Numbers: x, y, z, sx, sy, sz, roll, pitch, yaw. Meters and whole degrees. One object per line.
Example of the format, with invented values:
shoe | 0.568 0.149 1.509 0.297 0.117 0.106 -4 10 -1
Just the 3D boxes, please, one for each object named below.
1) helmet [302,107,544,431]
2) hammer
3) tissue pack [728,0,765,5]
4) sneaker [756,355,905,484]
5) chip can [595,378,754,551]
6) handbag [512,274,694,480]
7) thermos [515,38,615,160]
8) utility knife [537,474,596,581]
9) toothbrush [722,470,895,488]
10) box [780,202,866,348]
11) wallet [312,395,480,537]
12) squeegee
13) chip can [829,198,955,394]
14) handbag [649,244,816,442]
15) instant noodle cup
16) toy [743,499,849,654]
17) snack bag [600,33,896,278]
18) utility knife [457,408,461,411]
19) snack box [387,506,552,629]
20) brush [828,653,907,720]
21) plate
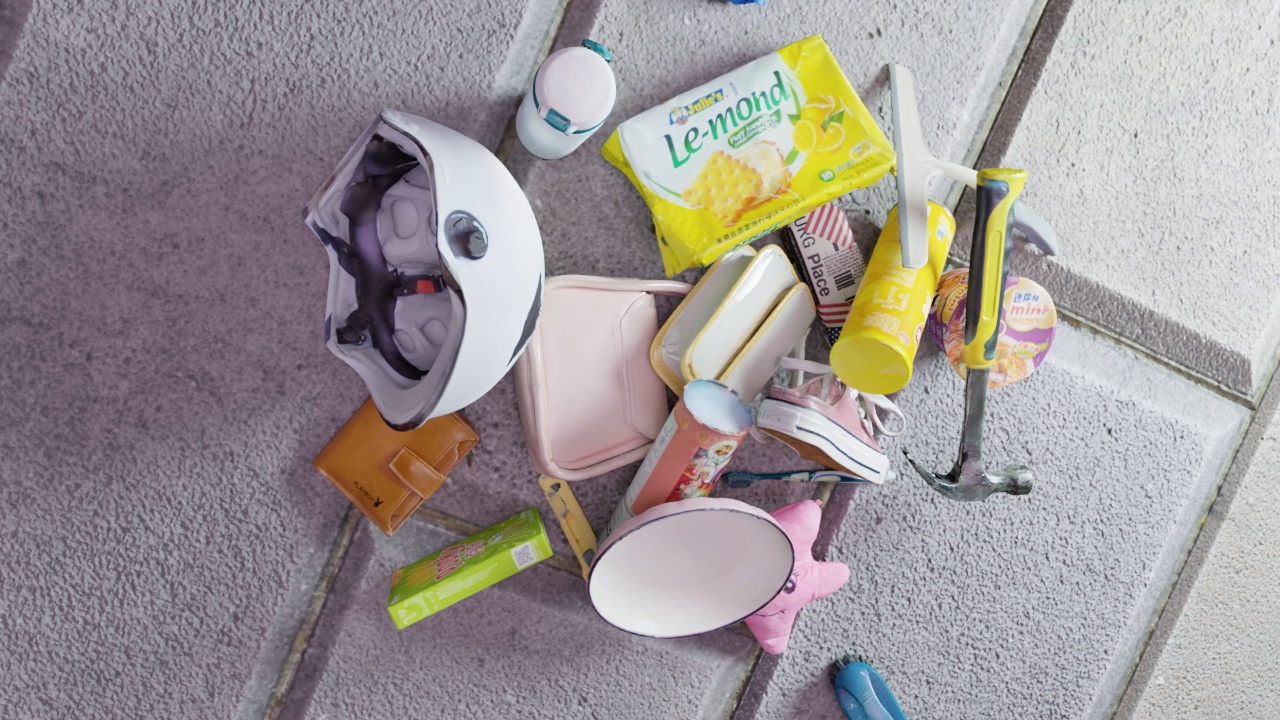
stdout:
helmet | -0.166 -0.077 0.784 0.145 0.230 0.258 -10 74 -42
hammer | 0.317 -0.015 0.858 0.126 0.032 0.324 -4 110 -5
tissue pack | 0.057 -0.398 0.852 0.157 0.052 0.095 15 94 -12
sneaker | 0.186 0.055 0.870 0.241 0.118 0.087 30 79 -54
chip can | 0.028 0.115 0.854 0.071 0.071 0.215 18 126 -12
handbag | -0.005 0.005 0.889 0.234 0.093 0.193 -9 99 -17
thermos | -0.064 -0.214 0.767 0.073 0.224 0.073 -1 97 -11
utility knife | -0.064 0.177 0.929 0.031 0.018 0.151 -28 97 -11
toothbrush | 0.179 0.124 0.962 0.191 0.018 0.016 1 122 -10
box | 0.194 -0.082 0.929 0.074 0.064 0.164 -20 101 17
wallet | -0.224 0.088 0.865 0.119 0.035 0.131 43 93 5
squeegee | 0.351 -0.158 0.914 0.246 0.039 0.246 21 58 -28
chip can | 0.241 -0.066 0.863 0.072 0.072 0.212 39 52 -13
handbag | 0.114 -0.005 0.891 0.163 0.063 0.179 -51 122 -16
instant noodle cup | 0.339 -0.042 0.920 0.111 0.099 0.112 -2 110 -7
toy | 0.118 0.201 0.929 0.194 0.074 0.179 31 105 -14
snack bag | 0.105 -0.189 0.860 0.246 0.068 0.158 -26 75 -5
utility knife | -0.193 0.051 0.886 0.034 0.018 0.166 30 93 -13
snack box | -0.163 0.195 0.876 0.156 0.086 0.026 -25 103 -6
brush | 0.255 0.386 0.982 0.055 0.073 0.144 -31 102 0
plate | 0.044 0.185 0.844 0.192 0.039 0.193 -5 132 -6
